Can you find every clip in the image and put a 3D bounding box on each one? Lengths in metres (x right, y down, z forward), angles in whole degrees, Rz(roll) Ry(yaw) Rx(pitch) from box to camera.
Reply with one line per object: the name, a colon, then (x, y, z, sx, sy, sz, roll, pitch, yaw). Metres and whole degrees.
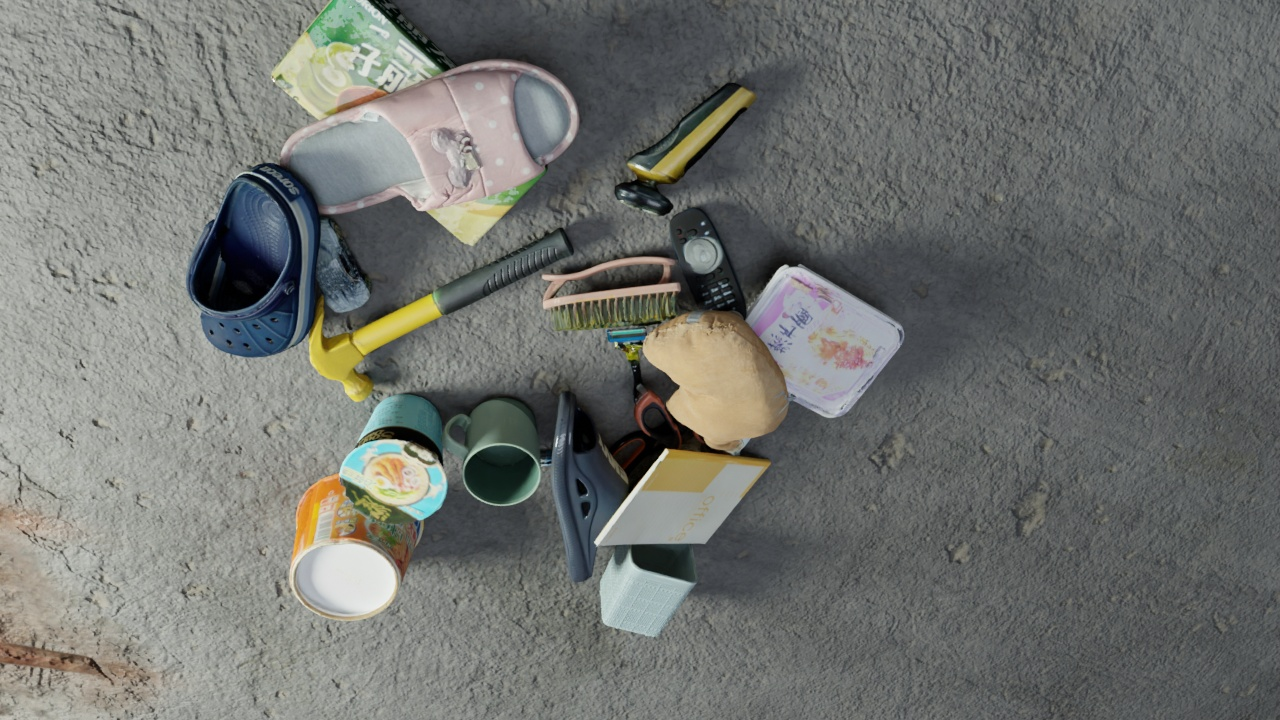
clip: (-0.124, 0.120, 1.086, 0.057, 0.024, 0.028, -11, 116, 3)

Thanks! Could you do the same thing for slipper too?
slipper: (-0.189, -0.191, 0.816, 0.274, 0.054, 0.114, -13, 120, 3)
slipper: (-0.055, 0.146, 1.061, 0.083, 0.110, 0.269, -3, 125, -1)
slipper: (-0.368, -0.074, 0.865, 0.105, 0.095, 0.254, 41, 134, 2)

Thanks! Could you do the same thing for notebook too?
notebook: (0.054, 0.164, 1.078, 0.206, 0.010, 0.146, 13, 120, -49)

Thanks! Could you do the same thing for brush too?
brush: (-0.031, -0.070, 0.975, 0.145, 0.063, 0.073, -6, 90, -1)

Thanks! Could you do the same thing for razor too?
razor: (-0.006, 0.006, 1.019, 0.043, 0.022, 0.143, -4, 142, 7)
razor: (0.047, -0.209, 0.910, 0.167, 0.062, 0.067, -42, 83, 10)

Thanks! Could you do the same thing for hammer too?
hammer: (-0.210, -0.061, 0.962, 0.301, 0.032, 0.129, -25, 137, 3)

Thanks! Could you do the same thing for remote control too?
remote control: (0.073, -0.096, 0.974, 0.053, 0.024, 0.136, -21, 96, 20)

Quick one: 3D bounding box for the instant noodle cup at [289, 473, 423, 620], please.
instant noodle cup: (-0.334, 0.220, 1.066, 0.151, 0.111, 0.151, -3, 118, -5)

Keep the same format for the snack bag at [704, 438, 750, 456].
snack bag: (0.123, 0.079, 1.091, 0.048, 0.026, 0.104, 33, 110, -9)

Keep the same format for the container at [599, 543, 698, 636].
container: (0.005, 0.276, 1.152, 0.090, 0.089, 0.112, 18, 118, -16)

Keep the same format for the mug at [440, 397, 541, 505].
mug: (-0.166, 0.092, 1.016, 0.111, 0.106, 0.082, 22, 114, -20)

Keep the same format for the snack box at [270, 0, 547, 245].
snack box: (-0.210, -0.229, 0.861, 0.115, 0.063, 0.240, -41, 115, 16)

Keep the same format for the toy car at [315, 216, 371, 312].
toy car: (-0.317, -0.097, 0.940, 0.049, 0.031, 0.106, -21, 118, 4)

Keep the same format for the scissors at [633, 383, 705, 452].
scissors: (0.048, 0.097, 1.074, 0.214, 0.015, 0.197, 29, 108, -31)

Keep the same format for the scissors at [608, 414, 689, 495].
scissors: (0.033, 0.069, 1.076, 0.125, 0.021, 0.235, 16, 116, -14)

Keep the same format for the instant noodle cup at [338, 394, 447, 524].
instant noodle cup: (-0.260, 0.099, 1.003, 0.111, 0.120, 0.111, -2, 119, -4)

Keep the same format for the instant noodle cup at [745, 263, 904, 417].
instant noodle cup: (0.186, -0.028, 1.020, 0.173, 0.060, 0.138, 27, 112, -18)

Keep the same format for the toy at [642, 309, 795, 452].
toy: (0.092, 0.039, 0.979, 0.144, 0.082, 0.226, 6, 139, 30)
